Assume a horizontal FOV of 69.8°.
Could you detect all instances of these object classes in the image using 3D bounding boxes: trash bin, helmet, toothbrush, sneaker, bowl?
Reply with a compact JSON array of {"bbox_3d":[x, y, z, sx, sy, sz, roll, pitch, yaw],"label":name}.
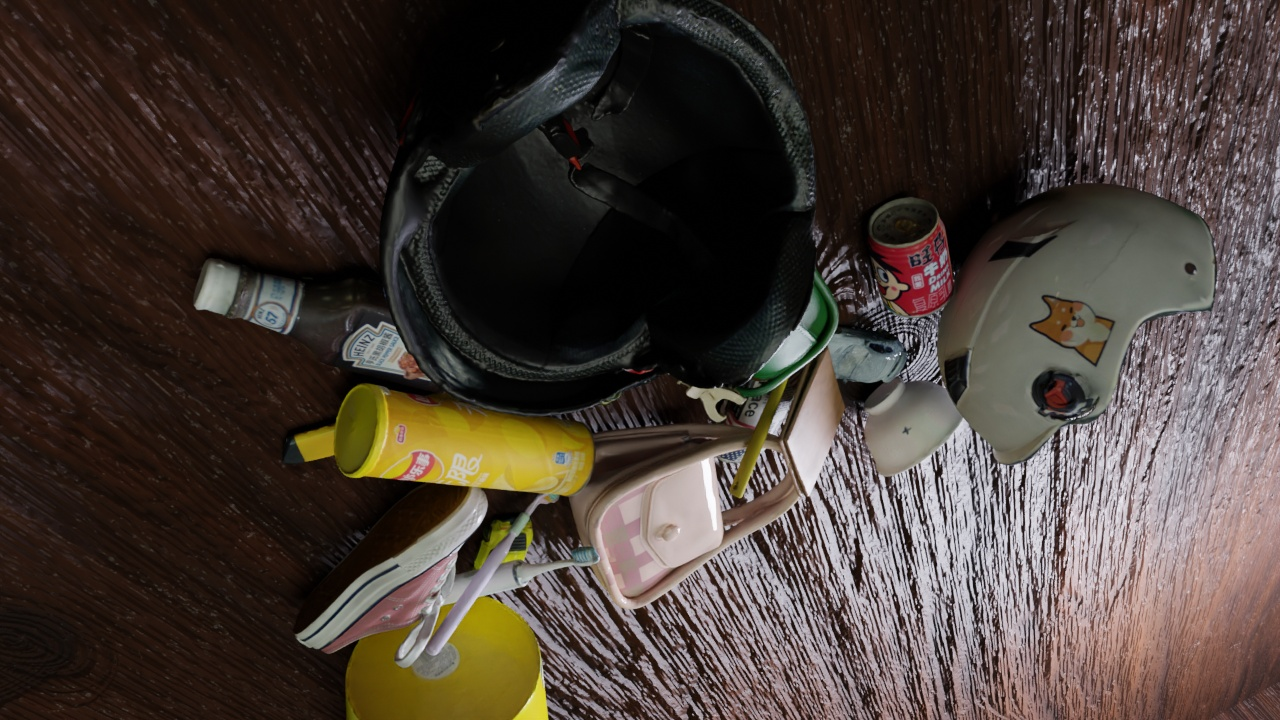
[{"bbox_3d":[-0.193,0.392,0.935,0.229,0.229,0.256,-9,126,-19],"label":"trash bin"},{"bbox_3d":[-0.031,-0.101,0.567,0.275,0.230,0.233,-41,119,10],"label":"helmet"},{"bbox_3d":[-0.137,0.207,0.868,0.221,0.026,0.026,-18,117,22],"label":"toothbrush"},{"bbox_3d":[-0.209,0.195,0.827,0.241,0.118,0.088,-41,117,20],"label":"sneaker"},{"bbox_3d":[-0.135,0.190,0.845,0.188,0.021,0.029,-53,163,-27],"label":"toothbrush"},{"bbox_3d":[0.125,0.037,0.836,0.016,0.016,0.190,20,94,-39],"label":"toothbrush"},{"bbox_3d":[0.273,0.057,0.958,0.118,0.118,0.065,-43,94,14],"label":"bowl"},{"bbox_3d":[0.365,-0.052,0.839,0.157,0.229,0.275,38,117,2],"label":"helmet"}]

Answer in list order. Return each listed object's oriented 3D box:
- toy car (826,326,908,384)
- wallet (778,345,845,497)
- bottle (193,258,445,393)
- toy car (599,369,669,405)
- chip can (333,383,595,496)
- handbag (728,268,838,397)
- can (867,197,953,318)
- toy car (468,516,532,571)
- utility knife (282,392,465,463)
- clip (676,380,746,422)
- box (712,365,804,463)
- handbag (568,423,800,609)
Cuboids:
[{"bbox_3d":[0.207,-0.005,0.904,0.120,0.036,0.054,7,126,-27],"label":"toy car"},{"bbox_3d":[0.161,0.057,0.861,0.115,0.020,0.101,-64,146,-28],"label":"wallet"},{"bbox_3d":[-0.216,-0.028,0.666,0.194,0.044,0.080,18,135,-32],"label":"bottle"},{"bbox_3d":[-0.005,0.005,0.794,0.120,0.045,0.053,-21,178,-13],"label":"toy car"},{"bbox_3d":[-0.139,0.071,0.756,0.213,0.072,0.072,14,121,-42],"label":"chip can"},{"bbox_3d":[0.096,-0.043,0.776,0.120,0.068,0.131,-45,134,-2],"label":"handbag"},{"bbox_3d":[0.241,-0.092,0.820,0.066,0.066,0.094,-29,135,0],"label":"can"},{"bbox_3d":[-0.138,0.199,0.916,0.048,0.032,0.105,3,128,-29],"label":"toy car"},{"bbox_3d":[-0.220,0.053,0.760,0.156,0.015,0.033,-17,140,-13],"label":"utility knife"},{"bbox_3d":[0.066,0.031,0.819,0.035,0.102,0.095,-40,98,9],"label":"clip"},{"bbox_3d":[0.113,0.034,0.892,0.069,0.052,0.165,9,125,-14],"label":"box"},{"bbox_3d":[0.052,0.136,0.901,0.234,0.093,0.194,-18,135,-6],"label":"handbag"}]
